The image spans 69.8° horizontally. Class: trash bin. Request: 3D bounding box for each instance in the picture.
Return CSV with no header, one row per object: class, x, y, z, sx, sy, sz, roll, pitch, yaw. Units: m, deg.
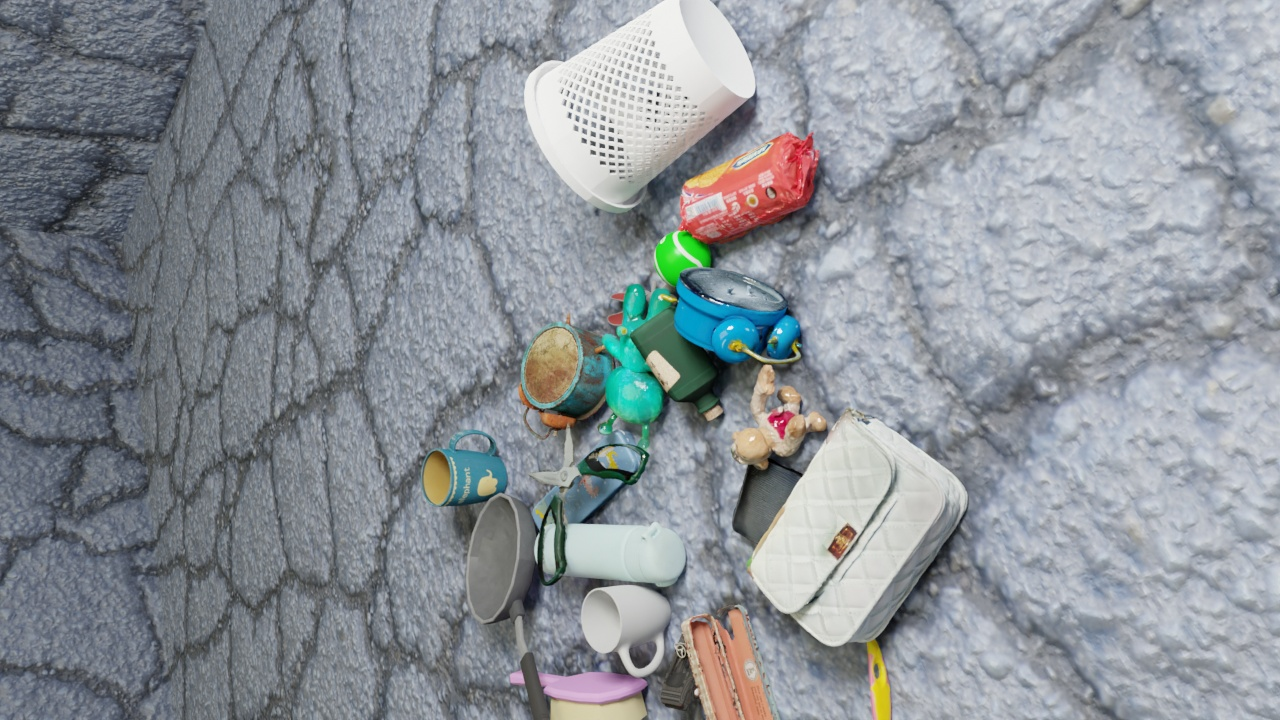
trash bin,0.009,-0.301,1.035,0.200,0.195,0.195,-27,67,33

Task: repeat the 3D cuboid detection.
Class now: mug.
mug,-0.005,0.309,1.053,0.071,0.089,0.107,-48,54,34
mug,-0.248,0.155,1.326,0.084,0.104,0.112,20,99,47

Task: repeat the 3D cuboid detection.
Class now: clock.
clock,0.100,-0.043,0.949,0.161,0.116,0.060,43,125,45
clock,-0.100,0.030,1.194,0.121,0.073,0.158,39,104,42

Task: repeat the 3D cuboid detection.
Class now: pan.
pan,-0.163,0.327,1.207,0.179,0.041,0.357,-61,33,25

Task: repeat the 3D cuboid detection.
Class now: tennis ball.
tennis ball,0.048,-0.116,1.049,0.065,0.065,0.065,-6,82,48

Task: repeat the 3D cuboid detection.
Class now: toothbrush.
toothbrush,0.219,0.282,0.859,0.016,0.021,0.135,-30,63,58

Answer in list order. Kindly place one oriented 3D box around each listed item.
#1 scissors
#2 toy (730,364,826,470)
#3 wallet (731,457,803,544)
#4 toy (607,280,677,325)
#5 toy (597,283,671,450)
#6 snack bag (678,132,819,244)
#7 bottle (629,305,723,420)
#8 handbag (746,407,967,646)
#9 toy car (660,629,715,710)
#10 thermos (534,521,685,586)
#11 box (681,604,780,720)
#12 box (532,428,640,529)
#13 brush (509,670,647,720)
scissors,-0.072,0.173,1.099,0.202,0.015,0.201,-5,75,43
toy,0.127,0.067,0.936,0.106,0.074,0.085,-48,62,28
wallet,0.145,0.154,0.948,0.115,0.026,0.089,21,101,47
toy,0.004,-0.072,1.120,0.112,0.030,0.049,-12,64,47
toy,-0.006,0.006,1.088,0.131,0.072,0.193,16,104,38
snack bag,0.115,-0.178,0.975,0.177,0.082,0.082,-16,75,46
bottle,0.048,0.008,1.023,0.061,0.061,0.131,-34,93,-1
handbag,0.192,0.156,0.844,0.139,0.072,0.195,40,108,37
toy car,0.050,0.336,1.009,0.040,0.037,0.092,-12,45,48
thermos,-0.038,0.231,1.107,0.207,0.065,0.078,-8,111,43
box,0.103,0.355,0.964,0.048,0.085,0.187,107,147,-66
box,-0.073,0.167,1.183,0.210,0.037,0.065,-47,57,35
brush,-0.087,0.416,1.137,0.229,0.089,0.043,-14,81,47
